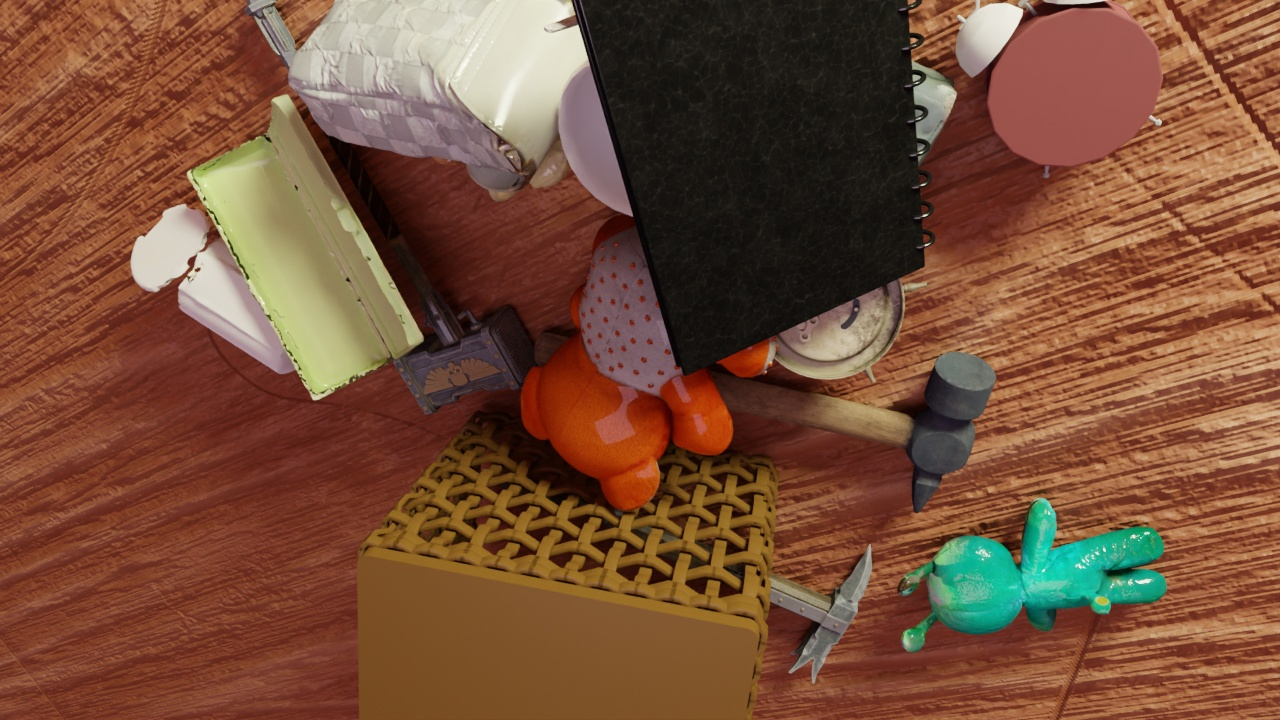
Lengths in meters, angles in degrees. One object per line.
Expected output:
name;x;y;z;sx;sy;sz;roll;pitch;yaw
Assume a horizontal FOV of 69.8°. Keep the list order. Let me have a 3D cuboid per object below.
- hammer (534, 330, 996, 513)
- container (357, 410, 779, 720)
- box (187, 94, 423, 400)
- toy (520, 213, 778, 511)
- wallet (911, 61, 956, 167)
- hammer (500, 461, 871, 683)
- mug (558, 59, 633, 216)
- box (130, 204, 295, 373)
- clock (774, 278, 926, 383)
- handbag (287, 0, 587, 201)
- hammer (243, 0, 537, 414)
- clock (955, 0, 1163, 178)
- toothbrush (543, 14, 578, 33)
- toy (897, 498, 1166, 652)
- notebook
hammer;0.075;0.026;0.669;0.322;0.040;0.129;13;129;10
container;-0.043;0.195;0.667;0.252;0.213;0.220;9;111;7
box;-0.228;-0.076;0.649;0.134;0.061;0.188;-26;96;34
toy;-0.004;0.003;0.607;0.164;0.092;0.173;40;115;28
wallet;0.104;-0.146;0.536;0.131;0.054;0.101;27;137;-1
hammer;0.031;0.153;0.770;0.317;0.028;0.147;23;120;2
mug;0.009;-0.124;0.515;0.094;0.067;0.116;18;131;28
box;-0.315;-0.059;0.704;0.160;0.091;0.081;32;95;-3
clock;0.104;-0.046;0.594;0.141;0.054;0.093;26;105;6
handbag;-0.114;-0.164;0.558;0.172;0.112;0.123;17;161;20
hammer;-0.190;-0.111;0.661;0.099;0.044;0.322;-16;114;26
clock;0.225;-0.160;0.492;0.087;0.044;0.124;-25;112;29
toothbrush;-0.001;-0.180;0.467;0.010;0.181;0.010;32;129;11
toy;0.285;0.166;0.677;0.193;0.072;0.131;-12;118;14
notebook;0.071;-0.116;0.467;0.169;0.019;0.232;-24;128;-8
